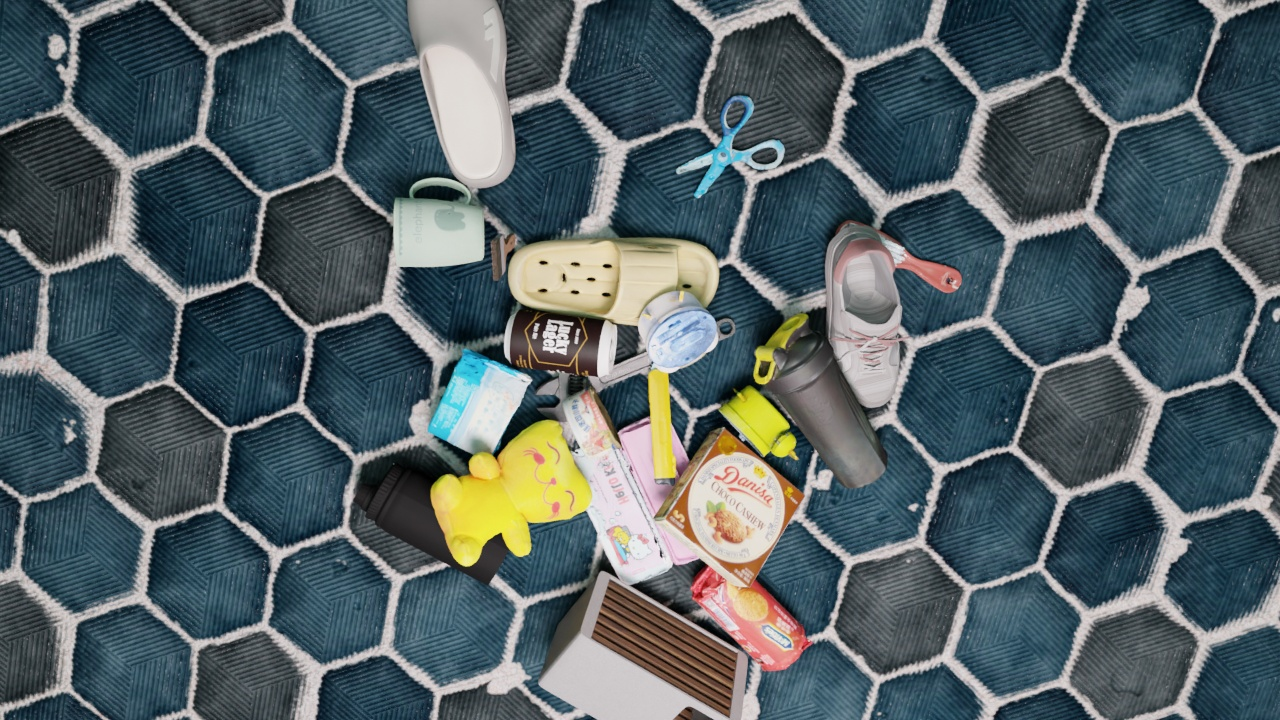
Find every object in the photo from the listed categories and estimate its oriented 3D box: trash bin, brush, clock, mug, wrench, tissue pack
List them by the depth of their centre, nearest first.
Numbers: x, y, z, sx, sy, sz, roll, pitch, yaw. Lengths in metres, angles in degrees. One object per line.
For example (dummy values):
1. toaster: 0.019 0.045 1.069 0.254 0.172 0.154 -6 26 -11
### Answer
1. brush: -0.159 -0.132 1.074 0.008 0.143 0.045 -1 109 1
2. mug: -0.241 -0.168 1.105 0.104 0.084 0.111 -1 73 -10
3. clock: 0.047 -0.029 1.112 0.089 0.052 0.125 -30 140 0
4. brush: 0.323 -0.126 1.135 0.172 0.030 0.041 23 100 -5
5. tissue pack: -0.199 0.054 1.138 0.093 0.061 0.145 28 123 -5
6. clock: 0.151 0.085 1.149 0.057 0.083 0.119 -44 96 0
7. wrench: -0.007 0.007 1.167 0.273 0.018 0.073 -22 101 3
8. trash bin: 0.006 0.396 1.174 0.229 0.114 0.115 32 120 -6

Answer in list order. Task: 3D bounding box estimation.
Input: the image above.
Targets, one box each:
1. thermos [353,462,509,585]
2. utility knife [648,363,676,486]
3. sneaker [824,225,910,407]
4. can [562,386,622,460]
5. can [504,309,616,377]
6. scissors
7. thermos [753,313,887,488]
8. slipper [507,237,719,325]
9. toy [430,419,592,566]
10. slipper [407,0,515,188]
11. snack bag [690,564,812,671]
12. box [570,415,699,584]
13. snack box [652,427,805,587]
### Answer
1. thermos: -0.261 0.201 1.167 0.198 0.086 0.086 29 99 -5
2. utility knife: 0.027 0.078 1.148 0.030 0.017 0.159 -1 87 -20
3. sneaker: 0.273 -0.039 1.106 0.099 0.089 0.236 -9 111 8
4. can: -0.059 0.078 1.127 0.043 0.086 0.086 -26 100 2
5. can: -0.097 -0.021 1.125 0.128 0.071 0.072 7 101 6
6. scissors: 0.101 -0.263 1.118 0.140 0.013 0.118 -18 101 5
7. thermos: 0.223 0.056 1.129 0.098 0.098 0.221 -33 110 6
8. slipper: -0.033 -0.093 1.117 0.261 0.079 0.111 3 104 0
9. toy: -0.160 0.167 1.121 0.193 0.088 0.134 -27 93 -30
10. slipper: -0.211 -0.335 1.067 0.113 0.080 0.266 -7 101 4
11. snack bag: 0.140 0.331 1.202 0.082 0.082 0.176 -43 97 7
12. box: 0.005 0.182 1.191 0.153 0.037 0.201 -23 100 6
13. snack box: 0.113 0.184 1.152 0.143 0.041 0.146 40 68 -10
